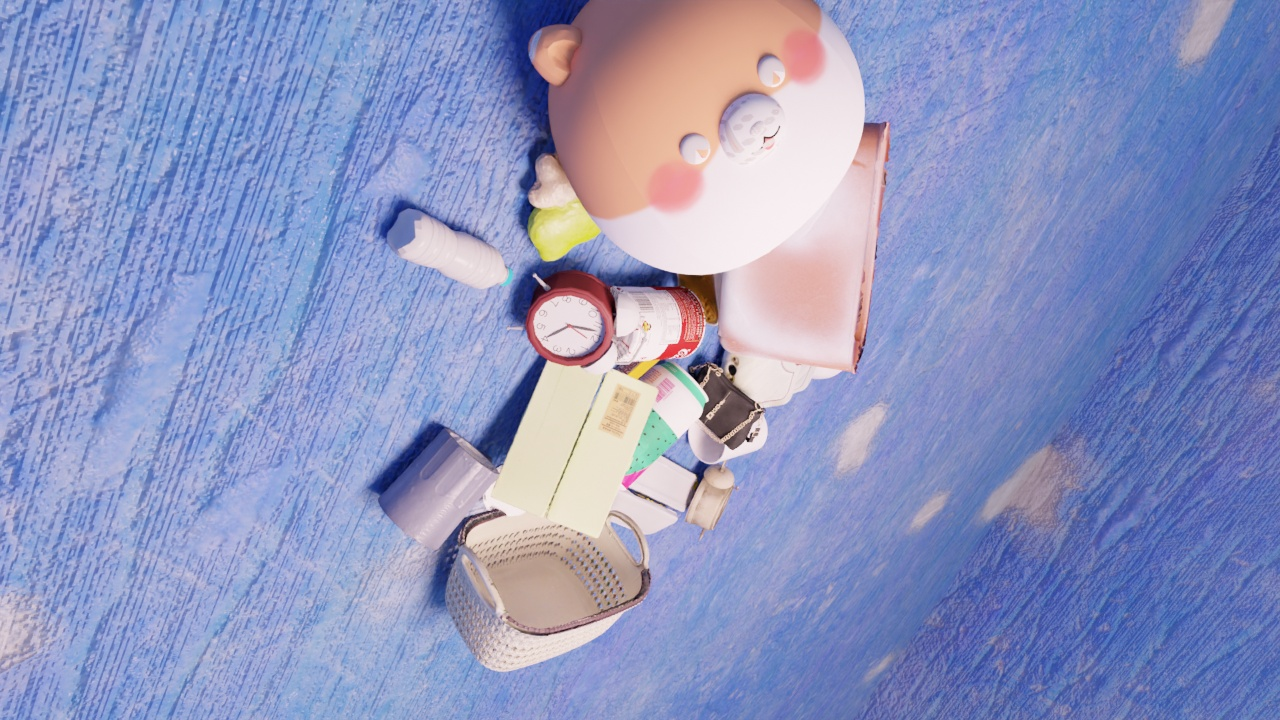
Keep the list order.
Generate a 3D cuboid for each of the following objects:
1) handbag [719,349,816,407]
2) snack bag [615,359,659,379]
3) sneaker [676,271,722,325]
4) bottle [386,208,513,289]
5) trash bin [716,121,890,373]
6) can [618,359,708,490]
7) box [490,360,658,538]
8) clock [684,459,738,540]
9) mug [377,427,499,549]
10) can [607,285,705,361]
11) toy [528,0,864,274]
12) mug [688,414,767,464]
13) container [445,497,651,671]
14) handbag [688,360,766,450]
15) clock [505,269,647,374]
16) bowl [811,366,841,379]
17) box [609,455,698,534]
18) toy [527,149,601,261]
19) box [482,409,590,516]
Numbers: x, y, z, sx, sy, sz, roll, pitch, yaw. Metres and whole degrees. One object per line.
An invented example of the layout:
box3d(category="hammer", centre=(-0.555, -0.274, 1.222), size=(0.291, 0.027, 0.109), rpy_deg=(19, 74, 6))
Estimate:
box3d(category="handbag", centre=(0.184, -0.037, 1.238), size=(0.141, 0.096, 0.199), rpy_deg=(-19, 137, -34))
box3d(category="snack bag", centre=(-0.007, 0.007, 1.134), size=(0.099, 0.026, 0.020), rpy_deg=(-40, 138, -10))
box3d(category="sneaker", centre=(0.080, -0.137, 1.049), size=(0.079, 0.087, 0.236), rpy_deg=(-49, 148, -21))
box3d(category="bottle", centre=(-0.169, -0.097, 0.846), size=(0.044, 0.044, 0.136), rpy_deg=(-56, 144, 9))
box3d(category="trash bin", centre=(0.180, -0.130, 1.006), size=(0.181, 0.157, 0.260), rpy_deg=(-38, 132, -68))
box3d(category="can", centre=(0.002, 0.082, 1.158), size=(0.165, 0.088, 0.088), rpy_deg=(-44, 145, -7))
box3d(category="box", centre=(-0.071, 0.092, 1.030), size=(0.187, 0.138, 0.030), rpy_deg=(-66, -171, -5))
box3d(category="clock", centre=(0.114, 0.201, 1.391), size=(0.092, 0.054, 0.141), rpy_deg=(-49, 160, -51))
box3d(category="mug", centre=(-0.212, 0.139, 1.002), size=(0.104, 0.084, 0.124), rpy_deg=(-49, 169, -4))
box3d(category="can", centre=(0.004, -0.042, 1.047), size=(0.116, 0.086, 0.087), rpy_deg=(-5, 126, -45))
box3d(category="toy", centre=(0.048, -0.216, 0.786), size=(0.263, 0.265, 0.280), rpy_deg=(-45, 121, 4))
box3d(category="mug", centre=(0.133, 0.090, 1.315), size=(0.090, 0.074, 0.111), rpy_deg=(-11, 139, -41))
box3d(category="container", centre=(-0.119, 0.276, 1.139), size=(0.251, 0.184, 0.144), rpy_deg=(-6, 135, -45))
box3d(category="handbag", centre=(0.110, 0.057, 1.227), size=(0.079, 0.128, 0.054), rpy_deg=(-53, 170, 34))
box3d(category="clock", centre=(-0.062, -0.039, 0.959), size=(0.137, 0.048, 0.096), rpy_deg=(25, 117, -11))
box3d(category="bowl", centre=(0.291, -0.016, 1.411), size=(0.114, 0.050, 0.115), rpy_deg=(-28, 140, -27))
box3d(category="box", centre=(0.006, 0.191, 1.314), size=(0.128, 0.045, 0.209), rpy_deg=(-48, 146, 4))
box3d(category="toy", centre=(-0.075, -0.157, 0.894), size=(0.092, 0.043, 0.118), rpy_deg=(-31, 138, -20))
box3d(category="box", centre=(-0.110, 0.126, 1.081), size=(0.084, 0.095, 0.165), rpy_deg=(43, 77, -35))
